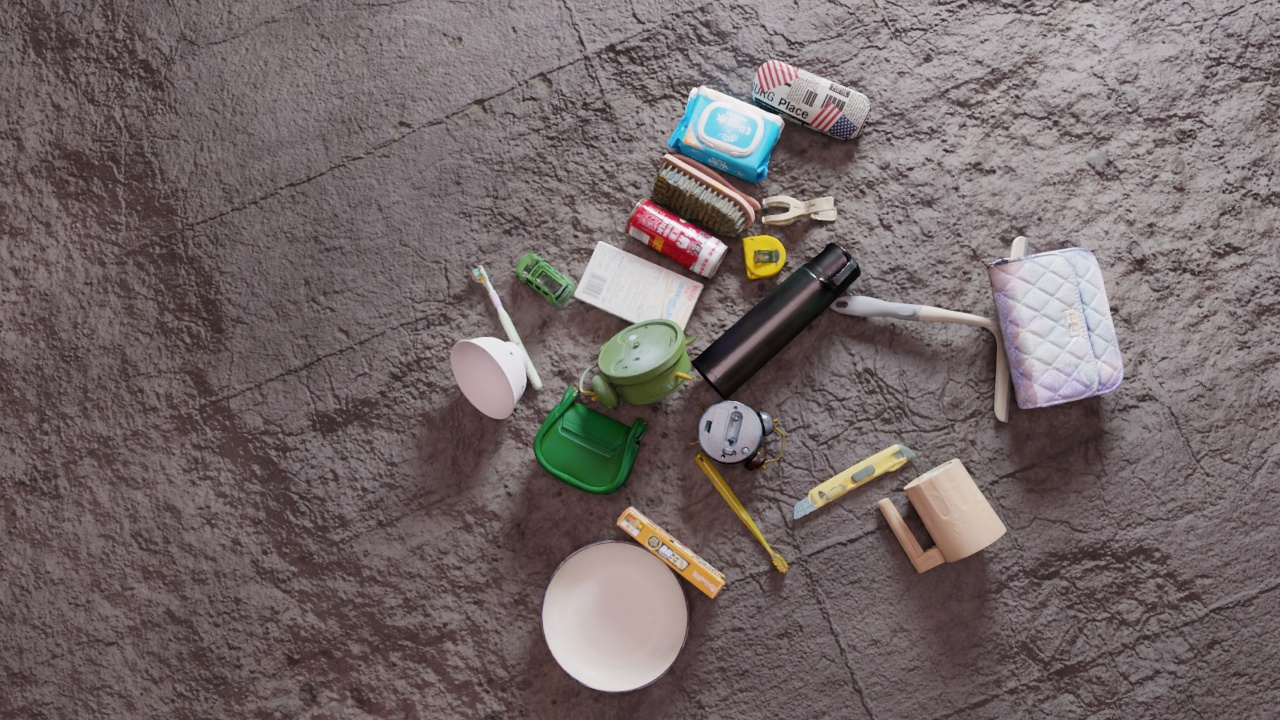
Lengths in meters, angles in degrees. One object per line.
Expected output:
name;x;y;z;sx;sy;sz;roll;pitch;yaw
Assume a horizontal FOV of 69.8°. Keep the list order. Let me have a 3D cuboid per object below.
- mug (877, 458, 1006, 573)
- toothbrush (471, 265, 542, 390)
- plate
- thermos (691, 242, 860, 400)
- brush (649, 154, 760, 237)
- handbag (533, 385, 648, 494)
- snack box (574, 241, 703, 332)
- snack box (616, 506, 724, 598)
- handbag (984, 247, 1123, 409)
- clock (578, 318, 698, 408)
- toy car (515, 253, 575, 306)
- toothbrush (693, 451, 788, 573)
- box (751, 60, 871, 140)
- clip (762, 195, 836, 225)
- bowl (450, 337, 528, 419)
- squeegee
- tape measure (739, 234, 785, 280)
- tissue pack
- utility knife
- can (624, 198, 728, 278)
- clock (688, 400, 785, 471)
mug;0.376;0.196;1.155;0.125;0.084;0.103;-35;80;27
toothbrush;-0.182;-0.043;1.255;0.020;0.029;0.189;-23;82;-39
plate;-0.032;0.329;1.191;0.192;0.039;0.192;-1;84;5
thermos;0.178;-0.053;1.186;0.242;0.090;0.068;-42;95;0
brush;0.089;-0.222;1.229;0.145;0.063;0.072;29;57;6
handbag;-0.068;0.108;1.203;0.131;0.068;0.120;24;86;7
snack box;-0.002;-0.093;1.238;0.157;0.027;0.084;24;86;7
snack box;0.039;0.244;1.175;0.154;0.075;0.026;37;88;8
handbag;0.519;-0.044;1.153;0.134;0.075;0.194;-12;86;-6
clock;-0.007;0.007;1.183;0.161;0.115;0.056;-14;124;19
toy car;-0.131;-0.112;1.244;0.091;0.036;0.043;36;89;23
toothbrush;0.132;0.199;1.200;0.015;0.016;0.190;-37;82;0
box;0.226;-0.345;1.220;0.163;0.077;0.075;25;92;4
clip;0.210;-0.200;1.222;0.097;0.060;0.034;3;84;16
bowl;-0.188;0.012;1.219;0.118;0.119;0.064;47;51;8
squeegee;0.372;-0.060;1.195;0.247;0.039;0.246;8;85;6
tape measure;0.165;-0.139;1.227;0.057;0.029;0.060;-7;84;4
tissue pack;0.117;-0.303;1.231;0.140;0.063;0.090;23;87;7
utility knife;0.275;0.157;1.196;0.178;0.019;0.031;-30;76;6
can;0.048;-0.163;1.227;0.133;0.053;0.053;30;87;8
clock;0.128;0.098;1.193;0.122;0.055;0.082;14;85;6
